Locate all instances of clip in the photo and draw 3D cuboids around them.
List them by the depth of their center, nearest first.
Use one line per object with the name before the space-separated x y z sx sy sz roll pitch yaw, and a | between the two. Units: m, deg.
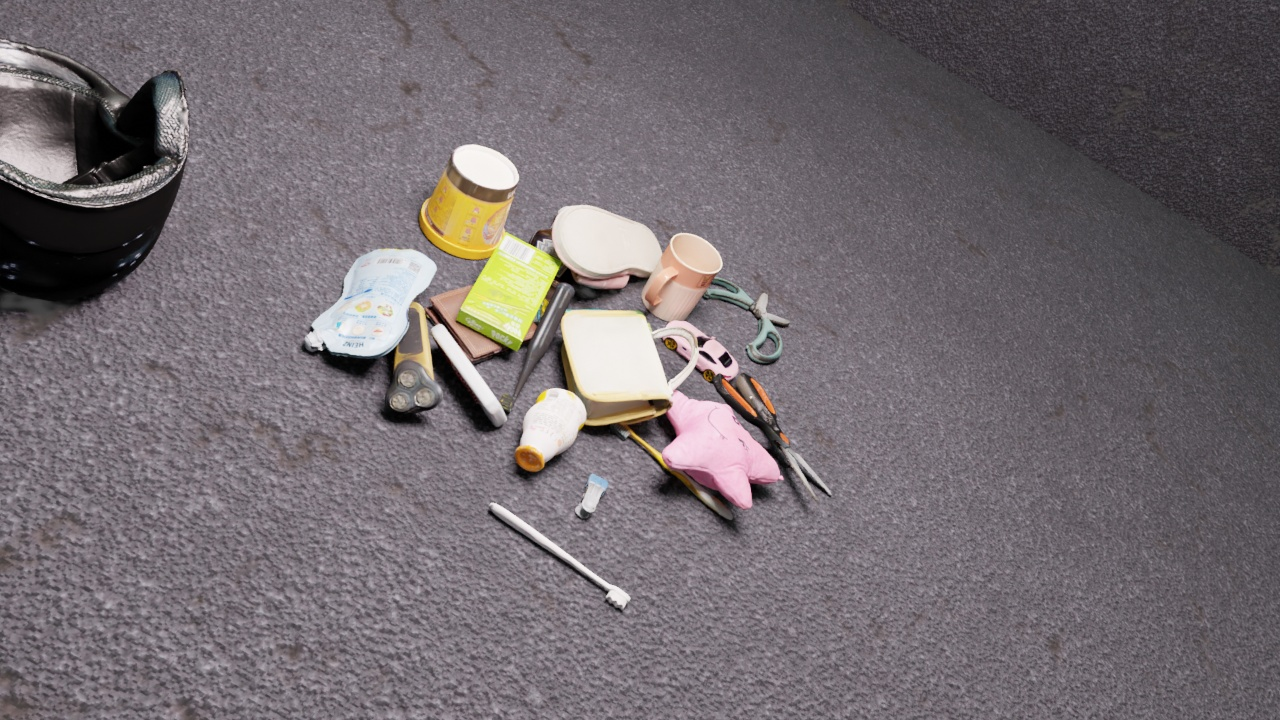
clip | -0.056 0.156 1.044 0.026 0.037 0.057 31 36 -5

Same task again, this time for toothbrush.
toothbrush | -0.088 0.206 0.971 0.180 0.016 0.016 35 45 2
toothbrush | 0.037 0.135 1.128 0.191 0.016 0.018 39 51 8
toothbrush | -0.129 -0.017 1.145 0.027 0.026 0.212 29 51 -9

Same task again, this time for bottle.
bottle | -0.106 0.081 1.051 0.063 0.063 0.108 32 39 -1
bottle | -0.120 -0.157 1.304 0.080 0.044 0.194 27 38 -12

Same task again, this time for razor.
razor | -0.260 -0.009 1.046 0.062 0.068 0.167 -10 43 -6
razor | -0.086 -0.064 1.241 0.132 0.028 0.043 4 79 -28

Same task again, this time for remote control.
remote control | -0.200 0.018 1.064 0.020 0.056 0.136 -34 69 -14

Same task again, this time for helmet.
helmet | -0.584 -0.198 0.895 0.232 0.231 0.274 -5 42 -48

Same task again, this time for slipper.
slipper | -0.051 -0.157 1.306 0.273 0.055 0.114 -8 79 -61

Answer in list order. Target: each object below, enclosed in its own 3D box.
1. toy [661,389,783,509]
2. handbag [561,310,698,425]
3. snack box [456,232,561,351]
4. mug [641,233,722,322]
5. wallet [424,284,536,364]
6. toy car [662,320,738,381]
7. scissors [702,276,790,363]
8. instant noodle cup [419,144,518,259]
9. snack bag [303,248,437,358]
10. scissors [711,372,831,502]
toy | 0.102 0.107 1.151 0.178 0.075 0.194 28 27 -14
handbag | -0.007 0.007 1.164 0.178 0.063 0.163 -4 46 -15
snack box | -0.164 -0.089 1.160 0.086 0.026 0.156 27 47 -8
mug | 0.049 -0.113 1.320 0.081 0.106 0.114 44 41 13
wallet | -0.194 -0.049 1.155 0.124 0.032 0.101 -23 67 -45
toy car | 0.086 -0.015 1.300 0.122 0.037 0.056 39 38 9
scissors | 0.154 -0.070 1.416 0.170 0.019 0.170 25 41 -7
instant noodle cup | -0.227 -0.218 1.240 0.118 0.115 0.118 18 41 -16
snack bag | -0.313 -0.066 1.072 0.110 0.039 0.190 8 40 2
scissors | 0.170 0.092 1.227 0.228 0.022 0.220 36 22 -31
